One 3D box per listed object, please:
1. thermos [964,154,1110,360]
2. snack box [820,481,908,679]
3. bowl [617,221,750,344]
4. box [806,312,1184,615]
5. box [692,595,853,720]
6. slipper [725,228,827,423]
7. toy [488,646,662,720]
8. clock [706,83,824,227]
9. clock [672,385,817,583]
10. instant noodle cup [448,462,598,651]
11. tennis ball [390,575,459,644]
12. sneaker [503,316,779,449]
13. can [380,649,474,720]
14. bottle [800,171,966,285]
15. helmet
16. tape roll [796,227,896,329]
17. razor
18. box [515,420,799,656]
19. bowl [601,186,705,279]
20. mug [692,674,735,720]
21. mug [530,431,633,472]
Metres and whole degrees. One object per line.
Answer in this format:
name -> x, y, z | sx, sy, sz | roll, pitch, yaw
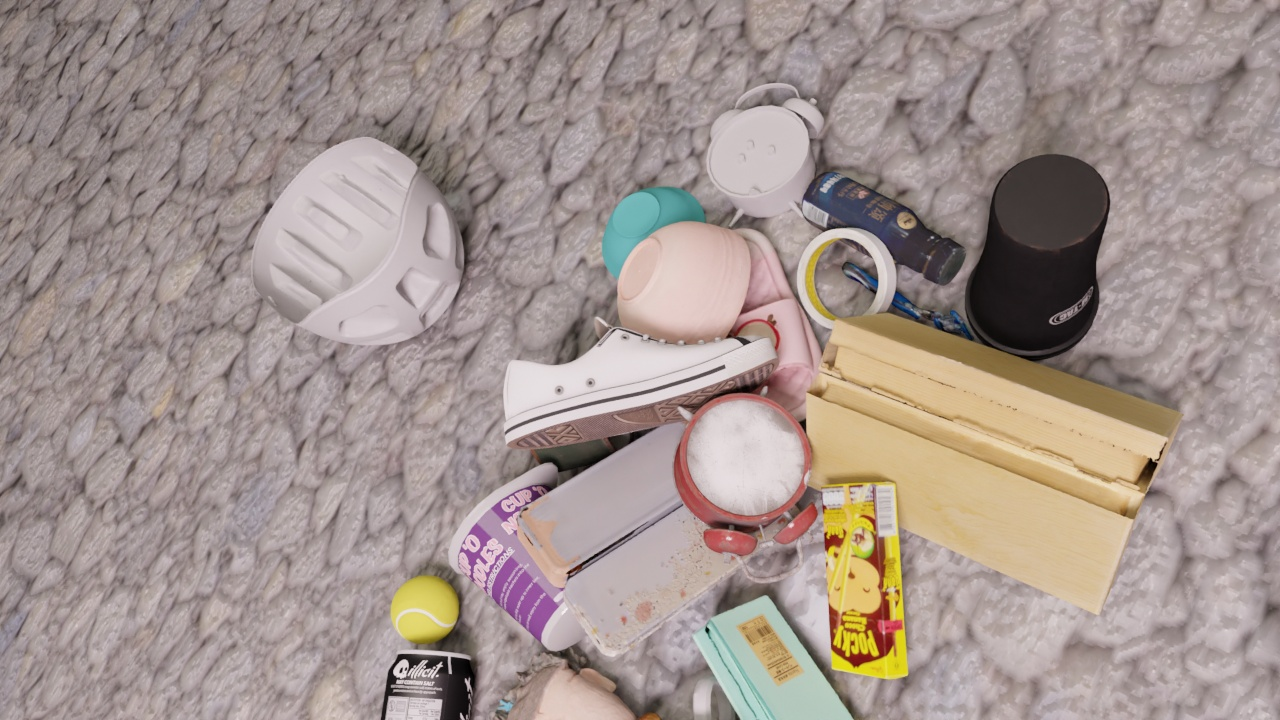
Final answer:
thermos -> 0.305, -0.076, 0.705 | 0.106, 0.218, 0.105 | -5, 73, 18
snack box -> 0.178, 0.173, 0.732 | 0.061, 0.025, 0.149 | -16, 73, 56
bowl -> 0.027, -0.071, 0.876 | 0.153, 0.076, 0.152 | -37, 41, 41
box -> 0.263, 0.061, 0.717 | 0.249, 0.141, 0.184 | 22, 86, 31
box -> 0.125, 0.273, 0.717 | 0.080, 0.077, 0.188 | -39, 57, 8
slipper -> 0.106, -0.033, 0.873 | 0.107, 0.055, 0.221 | -22, 60, 18
toy -> -0.052, 0.320, 0.785 | 0.176, 0.076, 0.132 | 8, 57, 30
clock -> 0.126, -0.220, 0.940 | 0.120, 0.061, 0.159 | -4, 68, 24
clock -> 0.089, 0.107, 0.769 | 0.109, 0.062, 0.156 | -13, 70, -11
instant noodle cup -> -0.084, 0.184, 0.832 | 0.122, 0.121, 0.137 | 42, 98, 29
tennis ball -> -0.210, 0.243, 0.897 | 0.065, 0.065, 0.065 | -10, 65, 21
sneaker -> -0.005, 0.005, 0.807 | 0.245, 0.091, 0.097 | -14, 72, 2
can -> -0.199, 0.344, 0.839 | 0.080, 0.080, 0.145 | -6, 66, 23
bottle -> 0.224, -0.123, 0.855 | 0.161, 0.056, 0.056 | 37, 87, 32
helmet -> -0.328, -0.133, 1.045 | 0.282, 0.184, 0.224 | 28, 77, 25
tape roll -> 0.188, -0.074, 0.844 | 0.094, 0.019, 0.094 | 10, 105, 42
razor -> 0.237, -0.055, 0.835 | 0.141, 0.044, 0.018 | 37, 91, 39
box -> 0.018, 0.140, 0.795 | 0.215, 0.043, 0.151 | -28, 66, -24
bowl -> 0.004, -0.143, 0.973 | 0.121, 0.046, 0.121 | -10, 65, 21
mug -> 0.060, 0.310, 0.721 | 0.083, 0.096, 0.119 | -13, 64, 20
mug -> -0.059, 0.054, 0.905 | 0.081, 0.085, 0.110 | -17, 31, 20
